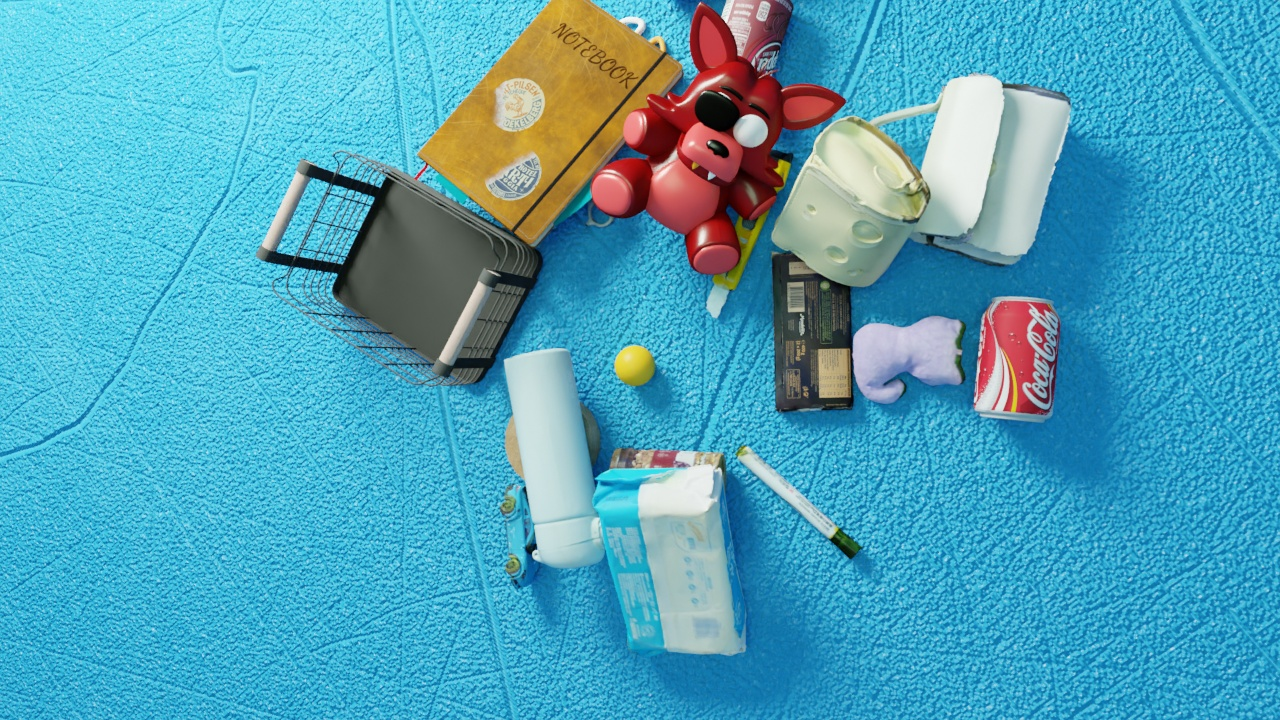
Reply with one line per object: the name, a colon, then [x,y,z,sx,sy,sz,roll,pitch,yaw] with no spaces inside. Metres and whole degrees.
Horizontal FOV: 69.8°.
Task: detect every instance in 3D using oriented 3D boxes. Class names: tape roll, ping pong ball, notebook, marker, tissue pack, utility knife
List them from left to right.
notebook: [-0.090,-0.236,0.915,0.178,0.014,0.249,39,87,14]
tape roll: [-0.089,0.082,0.933,0.094,0.027,0.094,-1,88,16]
ping pong ball: [-0.005,0.005,0.906,0.040,0.040,0.040,-1,88,15]
tissue pack: [0.031,0.192,0.850,0.117,0.065,0.209,-4,113,16]
utility knife: [0.104,-0.124,0.895,0.030,0.017,0.175,25,98,24]
marker: [0.149,0.133,0.871,0.146,0.017,0.017,42,99,13]

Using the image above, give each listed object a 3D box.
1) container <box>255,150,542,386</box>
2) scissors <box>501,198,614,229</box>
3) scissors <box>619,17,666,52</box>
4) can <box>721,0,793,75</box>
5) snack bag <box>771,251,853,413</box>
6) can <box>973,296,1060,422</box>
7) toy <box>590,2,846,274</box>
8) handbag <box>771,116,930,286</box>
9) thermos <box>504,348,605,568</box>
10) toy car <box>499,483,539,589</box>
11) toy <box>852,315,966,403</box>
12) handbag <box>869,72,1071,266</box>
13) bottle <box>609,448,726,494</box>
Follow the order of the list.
container: [-0.237,-0.090,0.923,0.241,0.130,0.163,31,99,14]
scissors: [-0.082,-0.192,0.946,0.172,0.014,0.141,-29,86,15]
scissors: [-0.037,-0.298,0.941,0.131,0.012,0.073,-37,78,10]
can: [0.101,-0.297,0.876,0.063,0.063,0.114,19,93,15]
snack bag: [0.163,-0.028,0.871,0.075,0.018,0.155,-1,88,16]
can: [0.329,-0.001,0.801,0.064,0.064,0.105,5,89,16]
toy: [0.064,-0.192,0.829,0.158,0.120,0.198,32,123,-7]
handbag: [0.186,-0.134,0.808,0.111,0.119,0.081,42,63,13]
thermos: [-0.081,0.095,0.880,0.078,0.065,0.206,-13,84,21]
toy car: [-0.117,0.177,0.927,0.032,0.048,0.105,-5,85,11]
toy: [0.246,0.000,0.840,0.100,0.036,0.080,-1,98,19]
handbag: [0.274,-0.176,0.818,0.176,0.074,0.151,17,92,16]
bottle: [0.027,0.114,0.884,0.105,0.056,0.056,1,88,15]
